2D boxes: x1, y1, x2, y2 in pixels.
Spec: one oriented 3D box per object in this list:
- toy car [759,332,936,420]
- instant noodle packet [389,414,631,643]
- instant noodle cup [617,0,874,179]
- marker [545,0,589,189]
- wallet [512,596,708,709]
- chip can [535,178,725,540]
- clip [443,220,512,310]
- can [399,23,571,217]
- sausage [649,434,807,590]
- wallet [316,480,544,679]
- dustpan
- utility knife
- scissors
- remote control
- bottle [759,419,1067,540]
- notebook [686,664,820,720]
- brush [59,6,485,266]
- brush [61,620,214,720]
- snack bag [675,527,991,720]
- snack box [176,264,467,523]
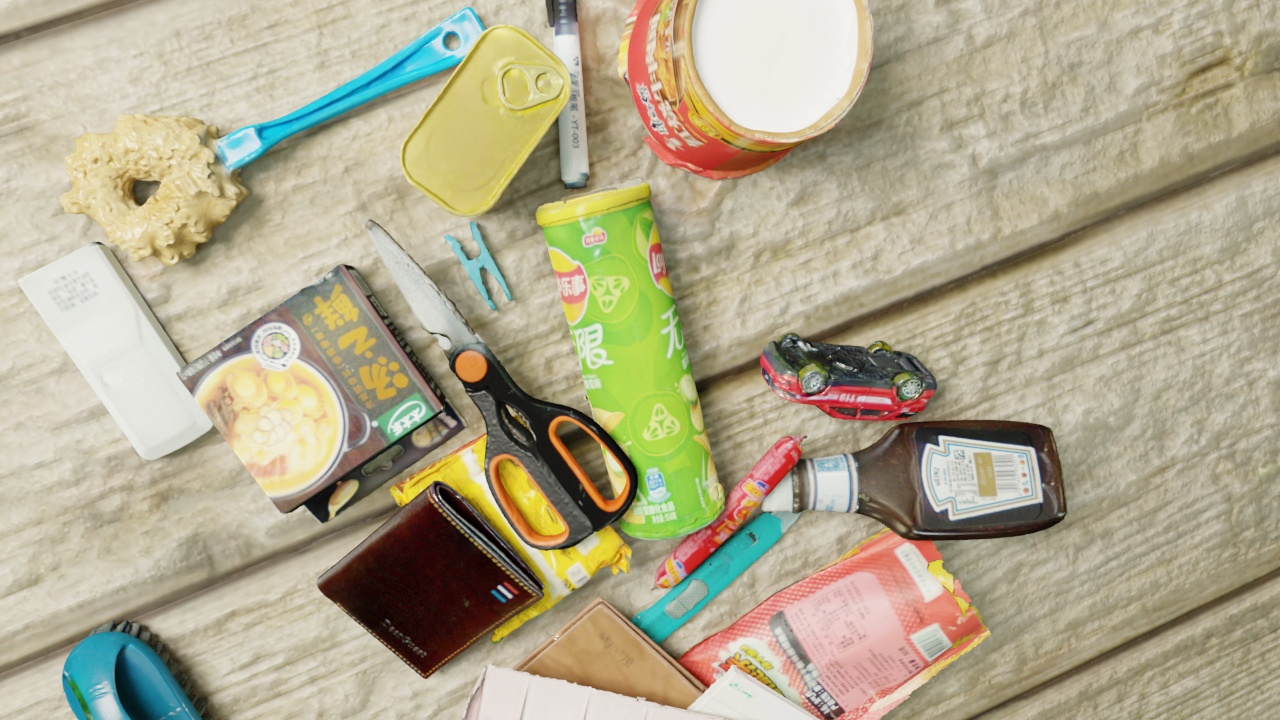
[{"bbox_3d":[0.137,0.014,0.613,0.120,0.053,0.045,7,118,-17],"label":"toy car"},{"bbox_3d":[-0.079,0.106,0.587,0.111,0.044,0.128,-31,101,1],"label":"instant noodle packet"},{"bbox_3d":[0.065,-0.179,0.537,0.138,0.108,0.138,-2,99,-12],"label":"instant noodle cup"},{"bbox_3d":[-0.046,-0.171,0.562,0.022,0.018,0.131,-5,100,-16],"label":"marker"},{"bbox_3d":[-0.022,0.226,0.619,0.115,0.020,0.101,44,104,-12],"label":"wallet"},{"bbox_3d":[-0.003,0.003,0.571,0.072,0.072,0.221,-17,103,-9],"label":"chip can"},{"bbox_3d":[-0.100,-0.058,0.571,0.046,0.014,0.057,-32,103,-7],"label":"clip"},{"bbox_3d":[-0.090,-0.133,0.524,0.057,0.083,0.102,36,90,-15],"label":"can"},{"bbox_3d":[0.057,0.103,0.606,0.020,0.020,0.156,35,110,-15],"label":"sausage"},{"bbox_3d":[-0.130,0.138,0.565,0.123,0.020,0.096,-39,99,26],"label":"wallet"},{"bbox_3d":[-0.044,0.342,0.622,0.222,0.139,0.273,19,79,-9],"label":"dustpan"},{"bbox_3d":[0.047,0.151,0.637,0.171,0.013,0.029,-40,107,-3],"label":"utility knife"},{"bbox_3d":[-0.078,0.004,0.538,0.125,0.021,0.235,-15,101,6],"label":"scissors"},{"bbox_3d":[-0.300,-0.003,0.532,0.049,0.024,0.125,-30,103,-6],"label":"remote control"},{"bbox_3d":[0.178,0.081,0.617,0.195,0.044,0.079,-2,69,3],"label":"bottle"},{"bbox_3d":[0.051,0.313,0.636,0.150,0.012,0.209,36,106,-16],"label":"notebook"},{"bbox_3d":[-0.203,-0.136,0.527,0.254,0.046,0.083,-30,100,-10],"label":"brush"},{"bbox_3d":[-0.291,0.225,0.546,0.055,0.073,0.144,-27,103,-12],"label":"brush"},{"bbox_3d":[0.132,0.206,0.642,0.208,0.073,0.128,-35,98,4],"label":"snack bag"},{"bbox_3d":[-0.186,0.024,0.551,0.113,0.053,0.125,-35,99,-5],"label":"snack box"}]
